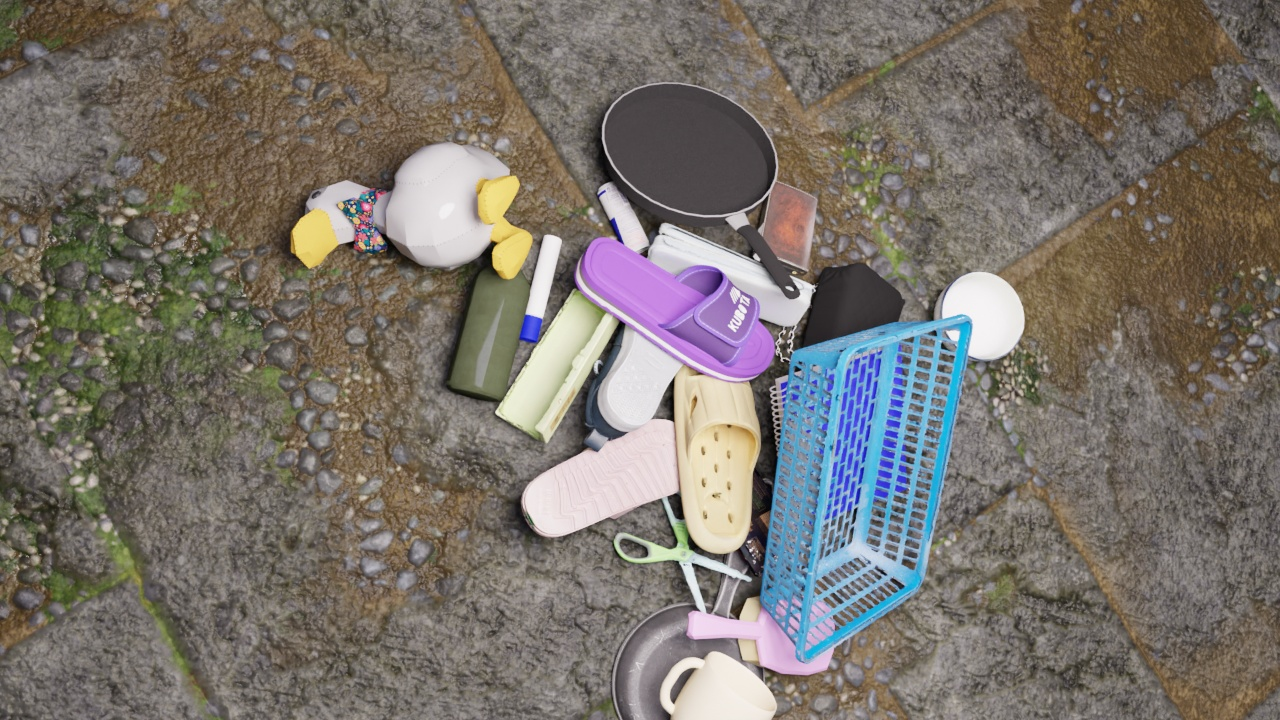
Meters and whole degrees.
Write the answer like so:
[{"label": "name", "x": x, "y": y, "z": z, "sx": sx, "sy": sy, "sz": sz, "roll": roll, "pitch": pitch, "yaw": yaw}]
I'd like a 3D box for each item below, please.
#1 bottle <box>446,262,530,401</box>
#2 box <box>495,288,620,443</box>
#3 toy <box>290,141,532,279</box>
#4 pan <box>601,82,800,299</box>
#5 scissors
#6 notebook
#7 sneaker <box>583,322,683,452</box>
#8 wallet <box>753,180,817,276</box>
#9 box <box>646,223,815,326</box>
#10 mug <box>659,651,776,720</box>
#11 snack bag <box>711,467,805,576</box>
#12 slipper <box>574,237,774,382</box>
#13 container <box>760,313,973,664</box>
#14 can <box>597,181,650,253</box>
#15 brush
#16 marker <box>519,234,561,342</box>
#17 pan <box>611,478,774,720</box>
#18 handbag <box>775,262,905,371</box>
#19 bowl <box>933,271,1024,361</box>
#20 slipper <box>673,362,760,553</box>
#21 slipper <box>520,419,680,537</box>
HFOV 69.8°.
[{"label": "bottle", "x": -0.173, "y": -0.057, "z": 1.095, "sx": 0.071, "sy": 0.071, "sz": 0.206, "roll": 14, "pitch": 79, "yaw": -8}, {"label": "box", "x": -0.099, "y": -0.001, "z": 1.104, "sx": 0.083, "sy": 0.091, "sz": 0.187, "roll": 27, "pitch": 74, "yaw": 11}, {"label": "toy", "x": -0.253, "y": -0.178, "z": 1.063, "sx": 0.268, "sy": 0.141, "sz": 0.245, "roll": 13, "pitch": 46, "yaw": 24}, {"label": "pan", "x": 0.091, "y": -0.207, "z": 1.125, "sx": 0.224, "sy": 0.034, "sz": 0.356, "roll": -20, "pitch": 66, "yaw": -25}, {"label": "scissors", "x": 0.054, "y": 0.227, "z": 1.103, "sx": 0.171, "sy": 0.025, "sz": 0.159, "roll": 17, "pitch": 63, "yaw": 6}, {"label": "notebook", "x": 0.245, "y": 0.095, "z": 1.124, "sx": 0.171, "sy": 0.022, "sz": 0.209, "roll": -17, "pitch": 117, "yaw": -14}, {"label": "sneaker", "x": -0.007, "y": 0.006, "z": 1.107, "sx": 0.089, "sy": 0.088, "sz": 0.234, "roll": 36, "pitch": 49, "yaw": -12}, {"label": "wallet", "x": 0.189, "y": -0.171, "z": 1.185, "sx": 0.072, "sy": 0.019, "sz": 0.122, "roll": 21, "pitch": 59, "yaw": -11}, {"label": "box", "x": 0.106, "y": -0.096, "z": 1.132, "sx": 0.215, "sy": 0.122, "sz": 0.083, "roll": 24, "pitch": 102, "yaw": 5}, {"label": "mug", "x": 0.075, "y": 0.389, "z": 1.022, "sx": 0.120, "sy": 0.096, "sz": 0.100, "roll": 34, "pitch": 97, "yaw": -2}, {"label": "snack bag", "x": 0.130, "y": 0.180, "z": 1.121, "sx": 0.074, "sy": 0.018, "sz": 0.155, "roll": -28, "pitch": 69, "yaw": -11}, {"label": "slipper", "x": 0.059, "y": -0.070, "z": 1.072, "sx": 0.266, "sy": 0.084, "sz": 0.107, "roll": 29, "pitch": 50, "yaw": -14}, {"label": "container", "x": 0.244, "y": 0.127, "z": 1.032, "sx": 0.256, "sy": 0.089, "sz": 0.363, "roll": -14, "pitch": 116, "yaw": -42}, {"label": "can", "x": -0.022, "y": -0.179, "z": 1.161, "sx": 0.032, "sy": 0.032, "sz": 0.095, "roll": -25, "pitch": 87, "yaw": -13}, {"label": "brush", "x": 0.135, "y": 0.314, "z": 1.065, "sx": 0.228, "sy": 0.043, "sz": 0.089, "roll": 16, "pitch": 72, "yaw": -34}, {"label": "marker", "x": -0.125, "y": -0.089, "z": 1.133, "sx": 0.027, "sy": 0.023, "sz": 0.133, "roll": 10, "pitch": 79, "yaw": 13}, {"label": "pan", "x": 0.094, "y": 0.309, "z": 1.109, "sx": 0.187, "sy": 0.055, "sz": 0.356, "roll": 25, "pitch": 82, "yaw": -7}, {"label": "handbag", "x": 0.262, "y": -0.033, "z": 1.180, "sx": 0.125, "sy": 0.115, "sz": 0.153, "roll": 23, "pitch": 74, "yaw": -31}, {"label": "bowl", "x": 0.437, "y": -0.053, "z": 1.214, "sx": 0.118, "sy": 0.062, "sz": 0.118, "roll": 1, "pitch": 82, "yaw": -10}, {"label": "slipper", "x": 0.103, "y": 0.096, "z": 1.094, "sx": 0.111, "sy": 0.079, "sz": 0.261, "roll": 13, "pitch": 65, "yaw": -27}, {"label": "slipper", "x": -0.036, "y": 0.141, "z": 1.096, "sx": 0.238, "sy": 0.065, "sz": 0.094, "roll": -20, "pitch": 82, "yaw": -26}]
